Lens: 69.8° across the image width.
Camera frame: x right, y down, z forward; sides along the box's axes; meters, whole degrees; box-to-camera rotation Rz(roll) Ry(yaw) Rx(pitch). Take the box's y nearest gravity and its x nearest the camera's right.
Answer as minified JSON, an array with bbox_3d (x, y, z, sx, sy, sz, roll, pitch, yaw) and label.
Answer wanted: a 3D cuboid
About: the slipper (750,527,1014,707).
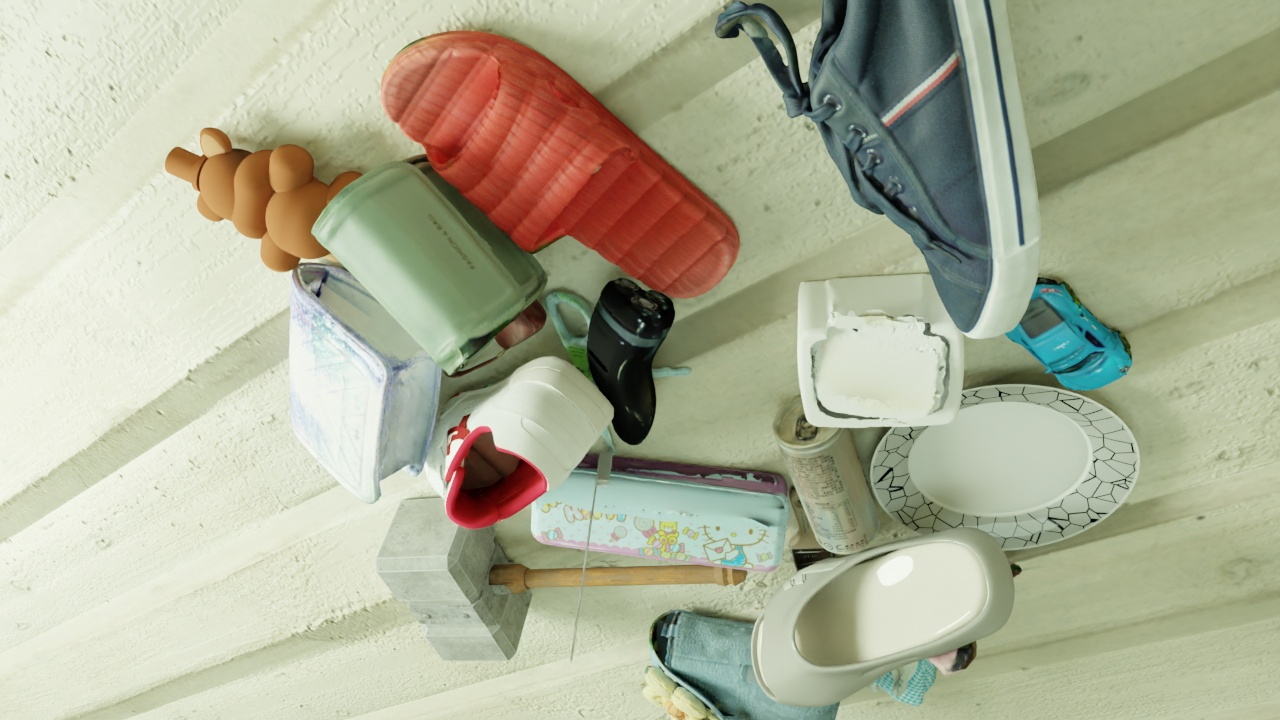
[{"bbox_3d":[0.166,0.206,0.736,0.080,0.112,0.267,12,146,-37],"label":"slipper"}]

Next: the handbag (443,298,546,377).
[{"bbox_3d":[-0.119,-0.018,0.684,0.055,0.029,0.120,47,134,-4],"label":"handbag"}]

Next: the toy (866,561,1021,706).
[{"bbox_3d":[0.236,0.233,0.815,0.106,0.130,0.206,37,147,20],"label":"toy"}]

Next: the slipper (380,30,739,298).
[{"bbox_3d":[-0.045,-0.107,0.563,0.248,0.059,0.104,30,132,-18],"label":"slipper"}]

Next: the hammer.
[{"bbox_3d":[-0.060,0.197,0.832,0.318,0.082,0.163,-6,131,17],"label":"hammer"}]

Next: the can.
[{"bbox_3d":[0.146,0.091,0.709,0.054,0.054,0.136,-10,129,21],"label":"can"}]

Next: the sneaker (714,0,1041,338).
[{"bbox_3d":[0.124,-0.124,0.480,0.127,0.120,0.295,-19,124,11],"label":"sneaker"}]

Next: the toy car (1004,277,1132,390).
[{"bbox_3d":[0.279,-0.012,0.599,0.105,0.032,0.048,35,129,-22],"label":"toy car"}]

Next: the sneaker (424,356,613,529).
[{"bbox_3d":[-0.120,0.083,0.695,0.090,0.104,0.237,46,142,-16],"label":"sneaker"}]

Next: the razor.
[{"bbox_3d":[-0.004,0.004,0.656,0.063,0.053,0.141,-25,141,-20],"label":"razor"}]

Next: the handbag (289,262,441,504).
[{"bbox_3d":[-0.216,0.015,0.702,0.126,0.069,0.159,37,134,20],"label":"handbag"}]

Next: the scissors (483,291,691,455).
[{"bbox_3d":[-0.045,0.015,0.708,0.171,0.021,0.172,-8,127,14],"label":"scissors"}]

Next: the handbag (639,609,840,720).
[{"bbox_3d":[0.096,0.317,0.888,0.192,0.118,0.122,7,134,13],"label":"handbag"}]

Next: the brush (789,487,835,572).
[{"bbox_3d":[0.149,0.162,0.804,0.039,0.012,0.151,-5,130,18],"label":"brush"}]

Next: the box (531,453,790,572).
[{"bbox_3d":[0.016,0.122,0.770,0.214,0.065,0.078,6,121,7],"label":"box"}]

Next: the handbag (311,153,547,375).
[{"bbox_3d":[-0.126,-0.062,0.574,0.067,0.106,0.122,-39,96,28],"label":"handbag"}]

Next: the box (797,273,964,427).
[{"bbox_3d":[0.158,0.005,0.603,0.107,0.091,0.102,-3,133,12],"label":"box"}]

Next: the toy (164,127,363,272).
[{"bbox_3d":[-0.248,-0.110,0.612,0.128,0.065,0.095,24,126,1],"label":"toy"}]

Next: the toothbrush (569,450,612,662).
[{"bbox_3d":[-0.036,0.142,0.694,0.010,0.181,0.010,5,138,1],"label":"toothbrush"}]

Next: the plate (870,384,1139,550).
[{"bbox_3d":[0.272,0.081,0.698,0.188,0.016,0.189,6,133,6],"label":"plate"}]
